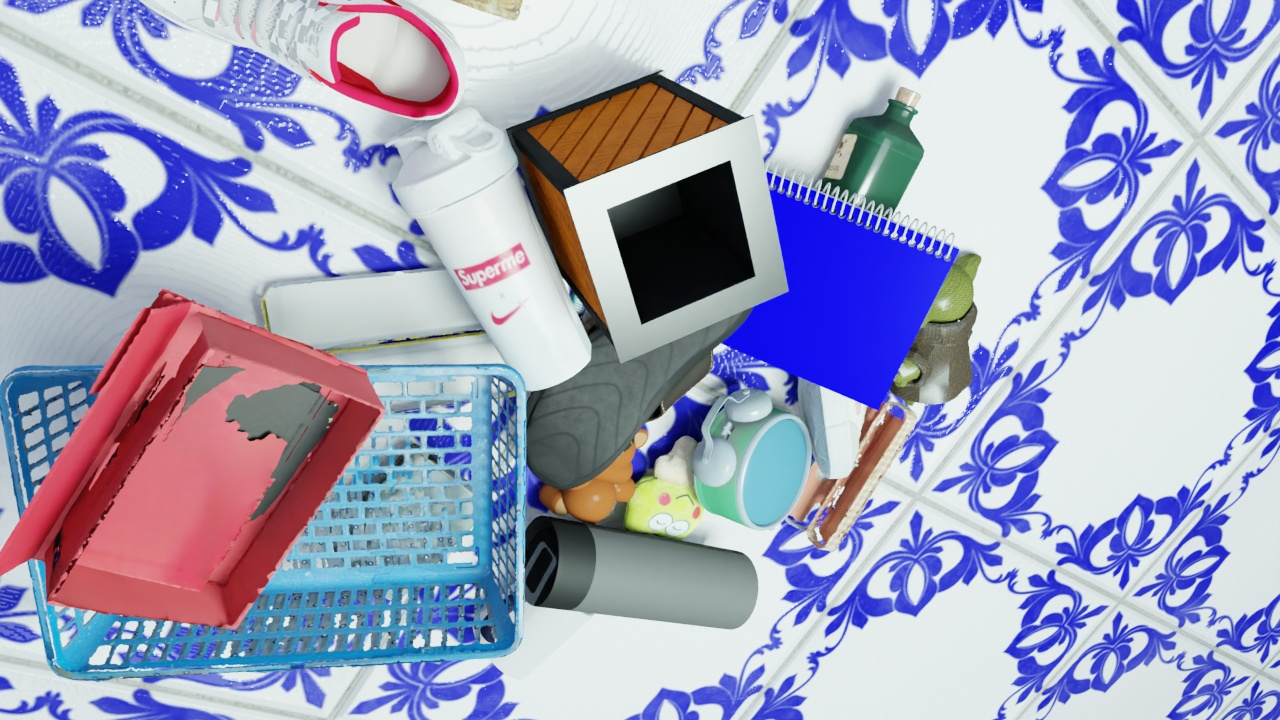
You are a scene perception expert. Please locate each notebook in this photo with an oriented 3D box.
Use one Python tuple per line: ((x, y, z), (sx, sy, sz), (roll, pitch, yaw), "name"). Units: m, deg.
((0.152, -0.072, 0.825), (0.209, 0.022, 0.172), (23, 111, 5), "notebook")

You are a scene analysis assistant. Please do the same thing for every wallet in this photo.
((-0.216, 0.147, 0.840), (0.131, 0.054, 0.100), (-43, 123, 1), "wallet")

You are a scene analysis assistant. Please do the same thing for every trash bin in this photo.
((0.002, -0.119, 0.714), (0.139, 0.171, 0.140), (-23, 123, -9), "trash bin")

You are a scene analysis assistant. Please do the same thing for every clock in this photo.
((0.102, 0.092, 0.910), (0.121, 0.075, 0.161), (-56, 135, -19), "clock")

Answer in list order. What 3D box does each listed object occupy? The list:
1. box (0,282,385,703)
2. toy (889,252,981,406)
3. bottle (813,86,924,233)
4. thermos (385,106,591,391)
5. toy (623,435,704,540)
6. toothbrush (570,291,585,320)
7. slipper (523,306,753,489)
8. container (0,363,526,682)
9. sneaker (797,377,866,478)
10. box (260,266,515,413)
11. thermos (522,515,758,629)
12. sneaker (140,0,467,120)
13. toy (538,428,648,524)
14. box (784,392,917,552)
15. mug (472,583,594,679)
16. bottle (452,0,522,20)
((-0.286, 0.079, 0.607), (0.164, 0.153, 0.215), (35, 99, 1), "box")
((0.295, -0.027, 0.933), (0.178, 0.078, 0.153), (-33, 128, -41), "toy")
((0.214, -0.182, 0.833), (0.061, 0.061, 0.131), (15, 110, -26), "bottle")
((-0.110, -0.085, 0.720), (0.099, 0.099, 0.220), (-29, 116, -6), "thermos")
((0.034, 0.132, 0.940), (0.092, 0.046, 0.115), (22, 99, -32), "toy")
((-0.081, 0.011, 0.846), (0.017, 0.016, 0.189), (17, 109, -18), "toothbrush")
((-0.005, 0.005, 0.832), (0.113, 0.075, 0.268), (44, 93, -7), "slipper")
((-0.275, 0.113, 0.729), (0.362, 0.089, 0.257), (0, 109, -9), "container")
((0.204, 0.003, 0.901), (0.090, 0.089, 0.242), (-13, 110, -7), "sneaker")
((-0.201, -0.016, 0.773), (0.209, 0.036, 0.130), (-7, 115, -17), "box")
((0.000, 0.212, 0.904), (0.240, 0.082, 0.082), (17, 109, -32), "thermos")
((-0.225, -0.226, 0.606), (0.236, 0.104, 0.090), (21, 107, -29), "sneaker")
((-0.041, 0.098, 0.890), (0.094, 0.065, 0.128), (20, 99, -38), "toy")
((0.224, 0.115, 0.993), (0.042, 0.083, 0.187), (15, 109, -40), "box")
((-0.114, 0.255, 0.915), (0.097, 0.078, 0.112), (-43, 151, 4), "mug")
((-0.100, -0.301, 0.645), (0.056, 0.056, 0.105), (9, 113, -26), "bottle")
